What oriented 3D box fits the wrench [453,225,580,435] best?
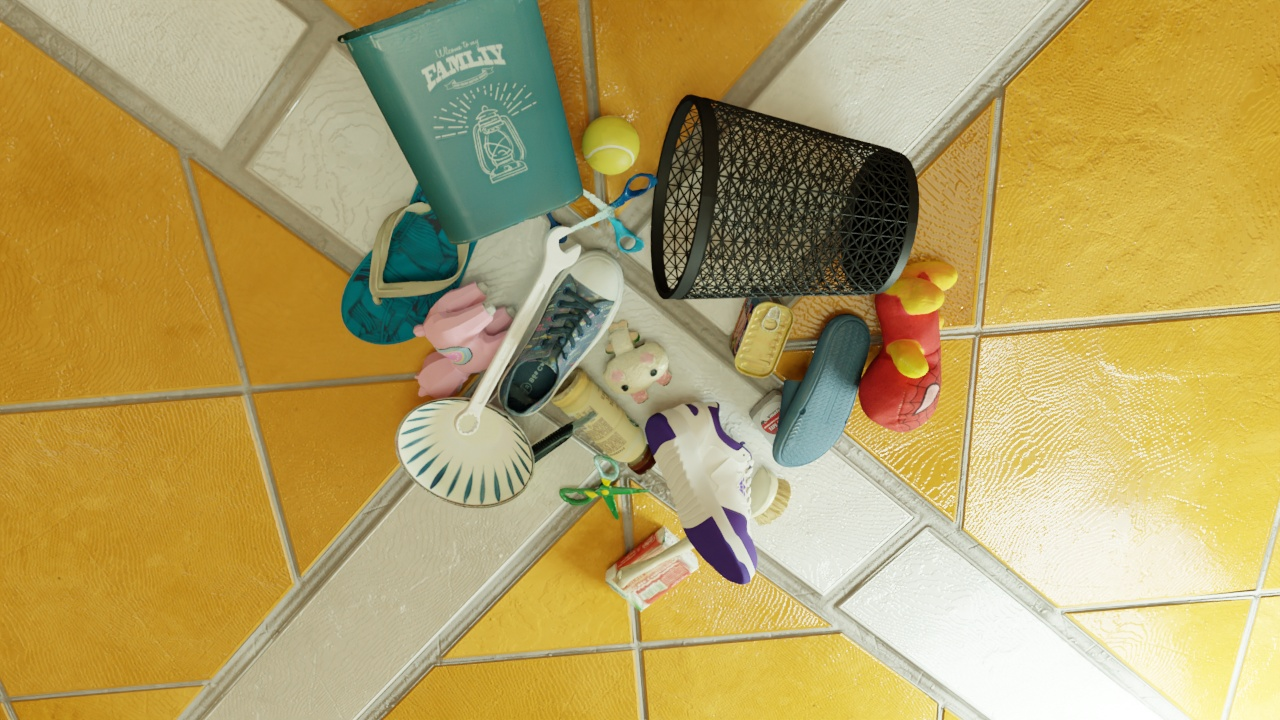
[{"bbox_3d":[-0.146,-0.034,1.079,0.047,0.009,0.273,28,90,-35],"label":"wrench"}]

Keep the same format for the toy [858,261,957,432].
[{"bbox_3d":[0.329,-0.011,1.130,0.099,0.147,0.217,19,120,31],"label":"toy"}]

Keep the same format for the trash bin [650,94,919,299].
[{"bbox_3d":[0.155,-0.164,1.011,0.243,0.216,0.217,5,114,-12],"label":"trash bin"}]

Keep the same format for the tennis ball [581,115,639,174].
[{"bbox_3d":[-0.034,-0.243,1.035,0.065,0.065,0.065,-1,114,-3],"label":"tennis ball"}]

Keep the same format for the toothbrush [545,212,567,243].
[{"bbox_3d":[-0.134,-0.220,1.068,0.016,0.017,0.190,-28,111,1],"label":"toothbrush"}]

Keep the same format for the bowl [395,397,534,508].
[{"bbox_3d":[-0.216,0.100,1.170,0.177,0.070,0.178,4,125,5],"label":"bowl"}]

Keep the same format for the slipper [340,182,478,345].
[{"bbox_3d":[-0.255,-0.128,1.081,0.118,0.060,0.295,28,110,-18],"label":"slipper"}]

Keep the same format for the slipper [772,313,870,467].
[{"bbox_3d":[0.230,0.040,1.178,0.103,0.059,0.214,17,99,-34],"label":"slipper"}]

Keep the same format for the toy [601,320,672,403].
[{"bbox_3d":[-0.007,0.007,1.162,0.087,0.050,0.112,-26,118,8],"label":"toy"}]

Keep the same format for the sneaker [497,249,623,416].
[{"bbox_3d":[-0.094,-0.025,1.109,0.087,0.079,0.235,32,98,-12],"label":"sneaker"}]

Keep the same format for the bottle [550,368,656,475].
[{"bbox_3d":[-0.043,0.083,1.187,0.057,0.056,0.162,-39,111,14],"label":"bottle"}]

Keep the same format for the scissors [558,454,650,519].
[{"bbox_3d":[-0.049,0.172,1.240,0.125,0.011,0.132,-1,130,5],"label":"scissors"}]

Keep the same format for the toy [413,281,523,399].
[{"bbox_3d":[-0.223,-0.018,1.116,0.158,0.067,0.123,-34,140,13],"label":"toy"}]

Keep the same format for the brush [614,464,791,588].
[{"bbox_3d":[0.084,0.233,1.241,0.272,0.062,0.077,-31,100,0],"label":"brush"}]

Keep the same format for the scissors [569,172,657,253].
[{"bbox_3d":[-0.030,-0.178,1.075,0.127,0.014,0.134,34,119,-30],"label":"scissors"}]

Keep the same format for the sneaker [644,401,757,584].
[{"bbox_3d":[0.104,0.161,1.187,0.111,0.092,0.244,-26,92,-27],"label":"sneaker"}]

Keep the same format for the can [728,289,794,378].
[{"bbox_3d":[0.149,-0.036,1.141,0.054,0.059,0.100,15,113,-10],"label":"can"}]

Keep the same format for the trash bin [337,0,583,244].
[{"bbox_3d":[-0.172,-0.257,0.943,0.196,0.199,0.219,-23,117,-7],"label":"trash bin"}]

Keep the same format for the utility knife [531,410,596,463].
[{"bbox_3d":[-0.121,0.111,1.175,0.020,0.028,0.204,38,129,-22],"label":"utility knife"}]

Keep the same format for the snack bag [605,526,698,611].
[{"bbox_3d":[0.017,0.295,1.297,0.116,0.036,0.077,-41,109,15],"label":"snack bag"}]

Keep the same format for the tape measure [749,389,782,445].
[{"bbox_3d":[0.181,0.073,1.213,0.060,0.020,0.062,-38,112,8],"label":"tape measure"}]
